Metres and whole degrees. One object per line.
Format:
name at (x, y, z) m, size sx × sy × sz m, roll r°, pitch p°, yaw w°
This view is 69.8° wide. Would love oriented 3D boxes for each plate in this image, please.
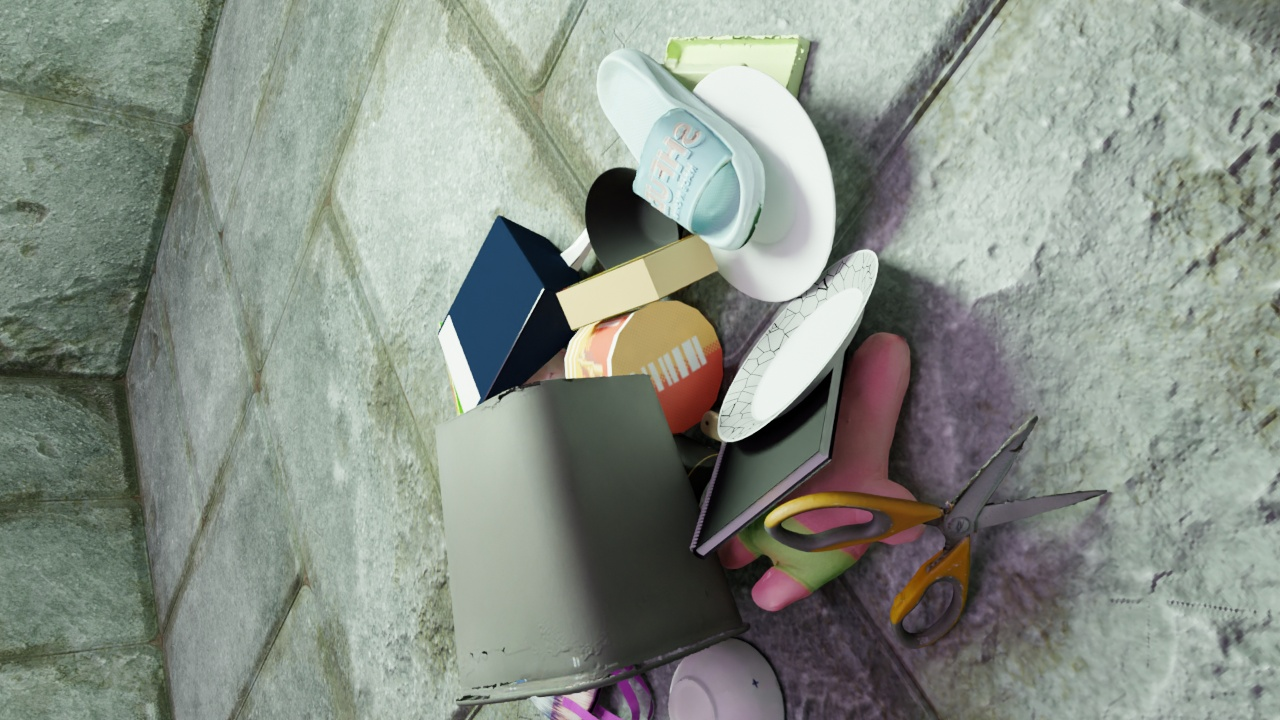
plate at (0.128, -0.008, 0.734) m, size 0.189 × 0.016 × 0.188 m, roll -51°, pitch 9°, yaw 11°
plate at (0.100, -0.154, 0.812) m, size 0.208 × 0.015 × 0.209 m, roll 39°, pitch 141°, yaw 42°

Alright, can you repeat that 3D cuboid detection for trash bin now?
trash bin at (-0.055, 0.139, 0.748) m, size 0.198 × 0.197 × 0.220 m, roll -25°, pitch 75°, yaw 42°

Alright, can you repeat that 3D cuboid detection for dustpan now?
dustpan at (-0.118, -0.083, 1.035) m, size 0.273 × 0.080 × 0.236 m, roll -60°, pitch 30°, yaw 15°

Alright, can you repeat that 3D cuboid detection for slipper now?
slipper at (0.022, -0.188, 0.826) m, size 0.245 × 0.074 × 0.104 m, roll 53°, pitch 149°, yaw 27°

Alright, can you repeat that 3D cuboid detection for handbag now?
handbag at (-0.055, 0.336, 0.978) m, size 0.170 × 0.068 × 0.144 m, roll 21°, pitch 102°, yaw 43°

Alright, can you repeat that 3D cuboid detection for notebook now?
notebook at (0.108, 0.049, 0.730) m, size 0.149 × 0.016 × 0.206 m, roll -47°, pitch 11°, yaw 37°

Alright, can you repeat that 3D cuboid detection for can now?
can at (0.045, 0.111, 0.860) m, size 0.129 × 0.071 × 0.072 m, roll 23°, pitch 104°, yaw 49°

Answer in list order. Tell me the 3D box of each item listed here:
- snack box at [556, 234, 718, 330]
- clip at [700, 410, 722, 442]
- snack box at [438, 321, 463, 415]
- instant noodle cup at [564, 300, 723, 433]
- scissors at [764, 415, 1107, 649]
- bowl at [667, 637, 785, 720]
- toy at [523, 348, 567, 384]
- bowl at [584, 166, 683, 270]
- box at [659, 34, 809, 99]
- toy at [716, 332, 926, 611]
snack box at (-0.004, -0.075, 0.870) m, size 0.126 × 0.088 × 0.040 m, roll -16°, pitch 99°, yaw 47°
clip at (0.085, 0.066, 0.858) m, size 0.062 × 0.044 × 0.024 m, roll 26°, pitch 108°, yaw 29°
snack box at (-0.226, 0.051, 1.182) m, size 0.132 × 0.027 × 0.168 m, roll 101°, pitch 154°, yaw -62°
instant noodle cup at (-0.005, 0.005, 0.901) m, size 0.121 × 0.123 × 0.123 m, roll 3°, pitch 89°, yaw 58°
scissors at (0.193, 0.117, 0.632) m, size 0.016 × 0.225 × 0.226 m, roll -82°, pitch 7°, yaw -56°
bowl at (0.068, 0.310, 0.823) m, size 0.114 × 0.063 × 0.113 m, roll -5°, pitch 84°, yaw 50°
toy at (-0.138, 0.012, 1.080) m, size 0.238 × 0.087 × 0.190 m, roll 22°, pitch 87°, yaw 59°
bowl at (0.006, -0.140, 0.932) m, size 0.124 × 0.052 × 0.124 m, roll 22°, pitch 125°, yaw 35°
box at (0.071, -0.283, 0.876) m, size 0.188 × 0.091 × 0.083 m, roll 22°, pitch 80°, yaw 46°
toy at (0.149, 0.085, 0.730) m, size 0.237 × 0.096 × 0.192 m, roll -62°, pitch 31°, yaw 7°
